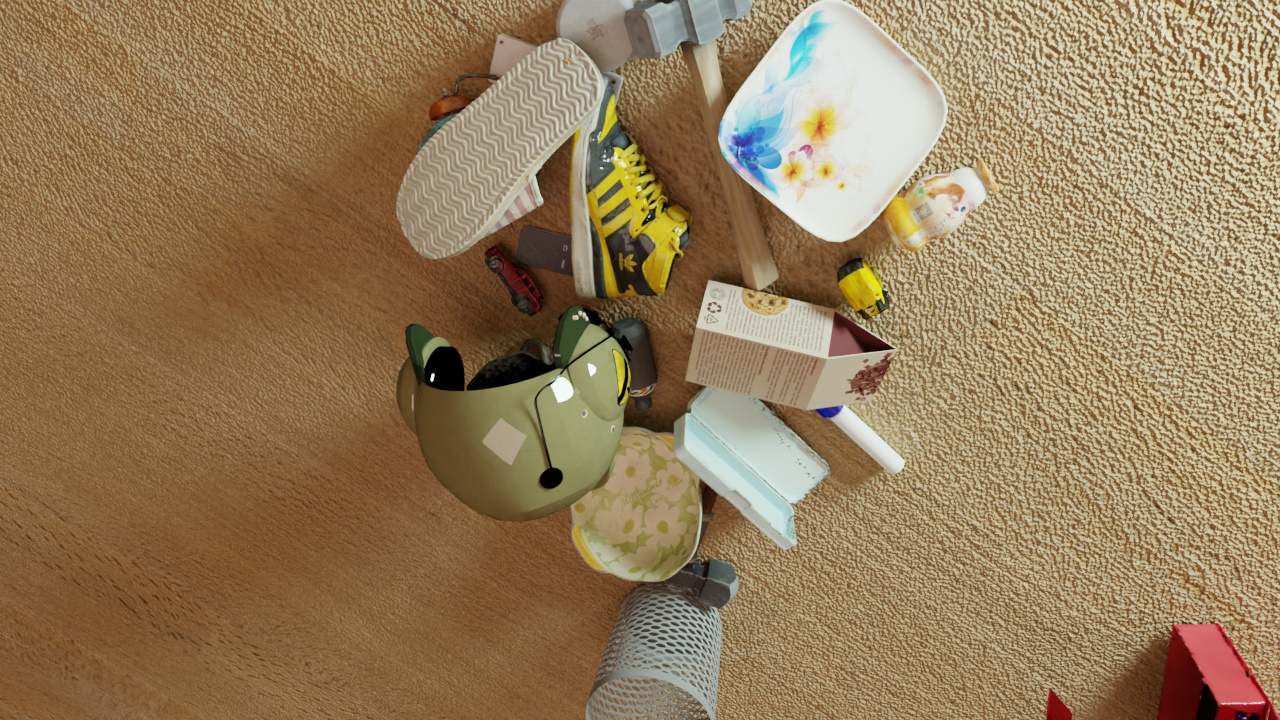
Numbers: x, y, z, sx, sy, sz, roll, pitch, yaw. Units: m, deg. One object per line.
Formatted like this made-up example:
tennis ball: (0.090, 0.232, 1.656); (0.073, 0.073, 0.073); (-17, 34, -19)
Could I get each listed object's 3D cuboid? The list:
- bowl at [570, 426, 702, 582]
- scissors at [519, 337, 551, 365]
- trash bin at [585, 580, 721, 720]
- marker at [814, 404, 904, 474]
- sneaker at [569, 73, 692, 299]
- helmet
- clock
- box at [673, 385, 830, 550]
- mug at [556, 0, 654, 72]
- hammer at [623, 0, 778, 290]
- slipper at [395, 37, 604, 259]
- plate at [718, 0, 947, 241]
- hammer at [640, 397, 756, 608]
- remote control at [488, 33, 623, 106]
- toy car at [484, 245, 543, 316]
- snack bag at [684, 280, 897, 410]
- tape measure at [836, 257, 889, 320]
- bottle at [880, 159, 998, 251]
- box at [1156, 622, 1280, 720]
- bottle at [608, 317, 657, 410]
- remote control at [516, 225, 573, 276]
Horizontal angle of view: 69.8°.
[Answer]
bowl: (0.005, 0.170, 1.115); (0.220, 0.060, 0.188); (-48, 69, 27)
scissors: (-0.088, 0.041, 1.120); (0.158, 0.012, 0.170); (-18, 112, 20)
trash bin: (0.026, 0.396, 1.183); (0.156, 0.182, 0.157); (5, 118, 9)
marker: (0.251, 0.083, 1.065); (0.133, 0.023, 0.027); (42, 139, -11)
sneaker: (-0.007, -0.171, 0.945); (0.122, 0.085, 0.239); (5, 120, 4)
helmet: (-0.123, 0.050, 0.980); (0.250, 0.255, 0.233); (-5, 111, 15)
clock: (-0.171, -0.221, 0.969); (0.121, 0.073, 0.158); (9, 103, 2)
box: (0.129, 0.116, 1.052); (0.197, 0.078, 0.122); (42, 84, -22)
mug: (-0.022, -0.329, 0.882); (0.113, 0.070, 0.084); (-18, 112, 21)
hammer: (0.084, -0.215, 0.914); (0.117, 0.051, 0.323); (-33, 123, -21)
slipper: (-0.135, -0.201, 0.901); (0.263, 0.052, 0.115); (-40, 86, 23)
plate: (0.184, -0.228, 0.886); (0.187, 0.016, 0.187); (36, 98, -15)
hammer: (0.089, 0.159, 1.133); (0.156, 0.043, 0.323); (18, 117, 2)
remote control: (-0.088, -0.291, 0.948); (0.136, 0.011, 0.050); (20, 119, 1)
toy car: (-0.145, -0.091, 1.047); (0.036, 0.042, 0.091); (-41, 112, -4)
snack bag: (0.161, -0.008, 0.991); (0.206, 0.069, 0.095); (14, 143, 5)
tape measure: (0.235, -0.077, 0.960); (0.037, 0.065, 0.064); (-33, 84, 24)
bottle: (0.296, -0.155, 0.909); (0.109, 0.063, 0.063); (-28, 108, 23)
box: (0.636, 0.487, 1.000); (0.124, 0.376, 0.212); (7, 120, 27)
bottle: (-0.006, 0.006, 1.066); (0.047, 0.046, 0.112); (-6, 116, 15)
remote control: (-0.067, -0.115, 1.037); (0.147, 0.008, 0.045); (14, 119, 4)
